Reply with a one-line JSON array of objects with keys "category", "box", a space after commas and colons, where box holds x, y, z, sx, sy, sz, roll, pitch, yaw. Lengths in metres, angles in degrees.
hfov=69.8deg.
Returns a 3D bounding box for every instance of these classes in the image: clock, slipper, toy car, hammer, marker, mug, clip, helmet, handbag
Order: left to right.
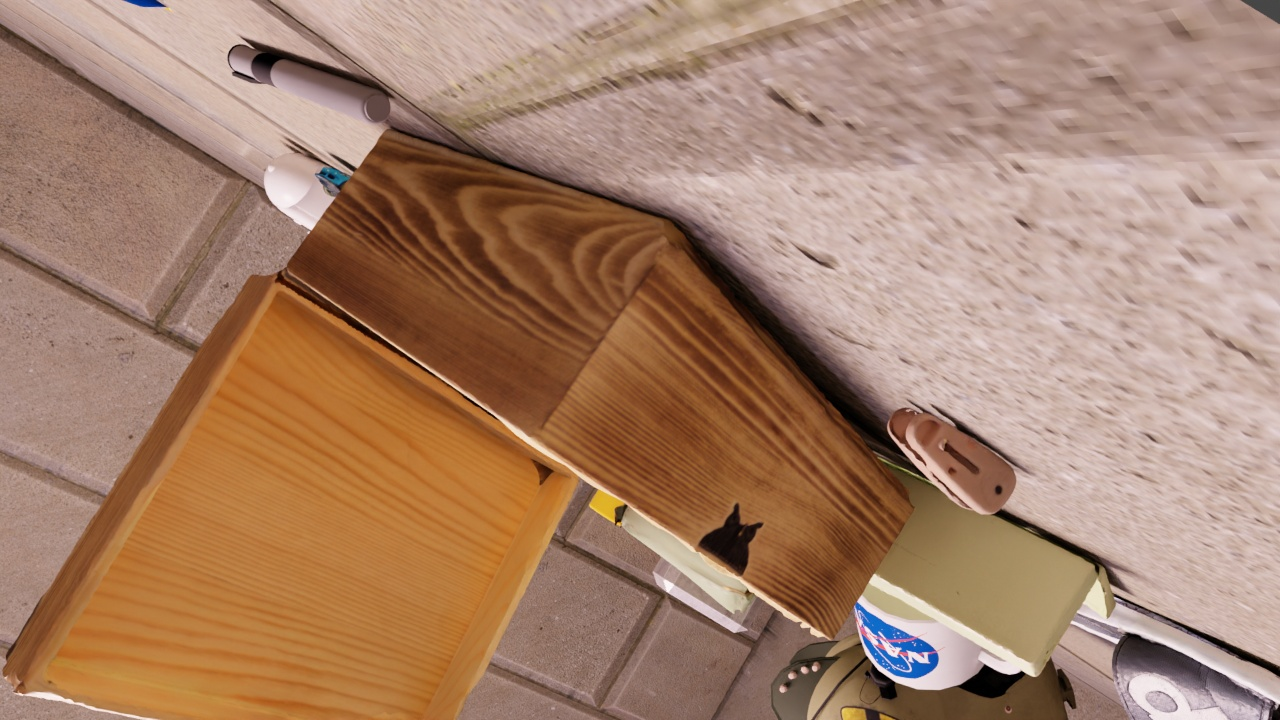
[{"category": "marker", "box": [-0.161, -0.133, 0.439, 0.140, 0.016, 0.016, 27, 174, 39]}, {"category": "clock", "box": [-0.288, -0.133, 0.885, 0.161, 0.073, 0.125, 33, 175, -22]}, {"category": "toy car", "box": [-0.225, -0.130, 0.774, 0.048, 0.032, 0.105, 27, 168, 46]}, {"category": "hammer", "box": [0.075, 0.162, 0.921, 0.083, 0.162, 0.318, 31, 170, -1]}, {"category": "handbag", "box": [0.074, 0.088, 0.670, 0.113, 0.117, 0.185, 32, -143, 19]}, {"category": "helmet", "box": [0.243, 0.299, 0.779, 0.233, 0.255, 0.250, 33, 178, 19]}, {"category": "mug", "box": [0.201, 0.165, 0.612, 0.121, 0.090, 0.090, 27, 150, 40]}, {"category": "clip", "box": [0.129, 0.040, 0.376, 0.061, 0.025, 0.049, 37, 173, 18]}, {"category": "slipper", "box": [0.309, 0.190, 0.556, 0.111, 0.063, 0.264, 34, 177, -31]}]

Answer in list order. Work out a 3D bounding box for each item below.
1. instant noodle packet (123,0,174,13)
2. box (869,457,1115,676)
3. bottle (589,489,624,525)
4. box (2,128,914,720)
[{"category": "instant noodle packet", "box": [-0.271, -0.199, 0.388, 0.087, 0.026, 0.134, 28, 175, 7]}, {"category": "box", "box": [0.168, 0.115, 0.545, 0.188, 0.082, 0.098, 26, 161, 44]}, {"category": "bottle", "box": [0.006, 0.088, 0.878, 0.043, 0.143, 0.043, 31, 176, 3]}, {"category": "box", "box": [-0.097, 0.099, 0.495, 0.287, 0.336, 0.279, 30, 174, 44]}]
